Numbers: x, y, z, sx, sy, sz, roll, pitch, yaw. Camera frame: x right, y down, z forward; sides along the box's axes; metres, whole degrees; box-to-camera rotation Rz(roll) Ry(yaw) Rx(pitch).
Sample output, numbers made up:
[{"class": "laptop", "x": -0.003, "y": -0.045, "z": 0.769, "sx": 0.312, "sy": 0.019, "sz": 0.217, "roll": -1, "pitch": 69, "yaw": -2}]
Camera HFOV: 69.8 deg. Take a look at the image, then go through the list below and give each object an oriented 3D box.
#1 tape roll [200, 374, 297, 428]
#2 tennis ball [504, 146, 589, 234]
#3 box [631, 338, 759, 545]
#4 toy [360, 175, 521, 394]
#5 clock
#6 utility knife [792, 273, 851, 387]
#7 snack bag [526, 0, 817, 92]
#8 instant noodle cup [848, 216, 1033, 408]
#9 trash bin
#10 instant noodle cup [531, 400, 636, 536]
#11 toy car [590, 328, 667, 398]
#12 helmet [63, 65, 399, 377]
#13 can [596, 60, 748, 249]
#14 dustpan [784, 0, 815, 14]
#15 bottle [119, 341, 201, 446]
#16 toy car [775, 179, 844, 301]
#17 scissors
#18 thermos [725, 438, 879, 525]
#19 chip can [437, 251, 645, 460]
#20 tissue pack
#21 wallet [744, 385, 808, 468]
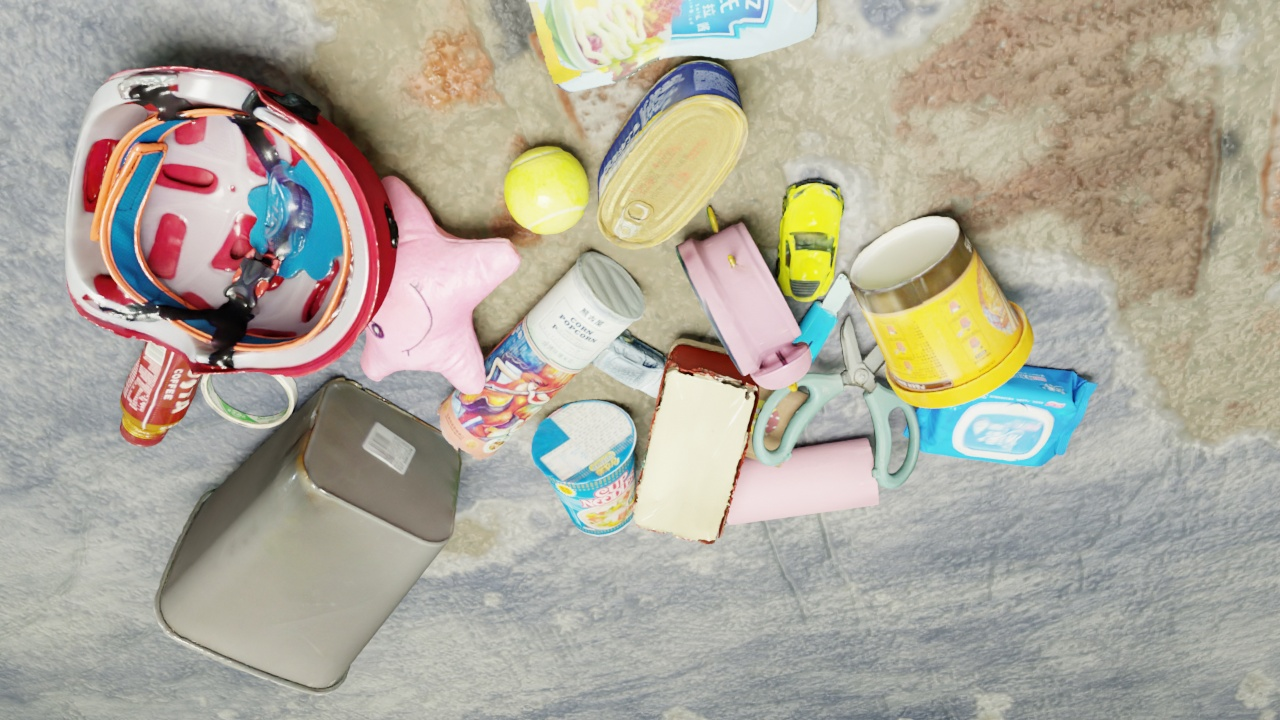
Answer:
[{"class": "tape roll", "x": -0.369, "y": 0.029, "z": 0.866, "sx": 0.086, "sy": 0.013, "sz": 0.086, "roll": 1, "pitch": 129, "yaw": 1}, {"class": "tennis ball", "x": -0.071, "y": -0.129, "z": 0.698, "sx": 0.065, "sy": 0.065, "sz": 0.066, "roll": 1, "pitch": 129, "yaw": 1}, {"class": "box", "x": 0.045, "y": 0.076, "z": 0.801, "sx": 0.091, "sy": 0.077, "sz": 0.169, "roll": 13, "pitch": 117, "yaw": 3}, {"class": "toy", "x": -0.197, "y": -0.052, "z": 0.757, "sx": 0.178, "sy": 0.074, "sz": 0.195, "roll": 26, "pitch": 125, "yaw": 2}, {"class": "clock", "x": 0.088, "y": -0.039, "z": 0.736, "sx": 0.060, "sy": 0.117, "sz": 0.158, "roll": -27, "pitch": 122, "yaw": 8}, {"class": "utility knife", "x": 0.142, "y": -0.006, "z": 0.820, "sx": 0.034, "sy": 0.018, "sz": 0.179, "roll": 18, "pitch": 127, "yaw": -11}, {"class": "snack bag", "x": 0.022, "y": -0.248, "z": 0.619, "sx": 0.191, "sy": 0.038, "sz": 0.110, "roll": -10, "pitch": 125, "yaw": 7}, {"class": "instant noodle cup", "x": 0.232, "y": -0.042, "z": 0.732, "sx": 0.119, "sy": 0.118, "sz": 0.114, "roll": -28, "pitch": 116, "yaw": 22}, {"class": "trash bin", "x": -0.297, "y": 0.156, "z": 0.866, "sx": 0.199, "sy": 0.198, "sz": 0.220, "roll": 34, "pitch": 115, "yaw": -25}, {"class": "instant noodle cup", "x": -0.044, "y": 0.109, "z": 0.877, "sx": 0.099, "sy": 0.099, "sz": 0.110, "roll": -7, "pitch": 136, "yaw": 7}, {"class": "toy car", "x": -0.005, "y": 0.005, "z": 0.825, "sx": 0.090, "sy": 0.034, "sz": 0.043, "roll": 30, "pitch": 120, "yaw": -22}, {"class": "helmet", "x": -0.272, "y": -0.098, "z": 0.665, "sx": 0.240, "sy": 0.143, "sz": 0.207, "roll": 22, "pitch": 109, "yaw": 4}, {"class": "can", "x": 0.020, "y": -0.148, "z": 0.676, "sx": 0.074, "sy": 0.049, "sz": 0.149, "roll": 19, "pitch": 134, "yaw": -25}, {"class": "dustpan", "x": 0.070, "y": -0.353, "z": 0.436, "sx": 0.222, "sy": 0.257, "sz": 0.143, "roll": 32, "pitch": 147, "yaw": -22}, {"class": "bottle", "x": -0.426, "y": 0.011, "z": 0.826, "sx": 0.057, "sy": 0.057, "sz": 0.175, "roll": 28, "pitch": 124, "yaw": -19}, {"class": "toy car", "x": 0.137, "y": -0.094, "z": 0.741, "sx": 0.048, "sy": 0.032, "sz": 0.105, "roll": 1, "pitch": 127, "yaw": 2}, {"class": "scissors", "x": 0.189, "y": 0.057, "z": 0.815, "sx": 0.170, "sy": 0.019, "sz": 0.179, "roll": -44, "pitch": 109, "yaw": -7}, {"class": "thermos", "x": 0.129, "y": 0.128, "z": 0.900, "sx": 0.199, "sy": 0.067, "sz": 0.087, "roll": -11, "pitch": 140, "yaw": 9}, {"class": "chip can", "x": -0.092, "y": 0.000, "z": 0.800, "sx": 0.071, "sy": 0.071, "sz": 0.215, "roll": 34, "pitch": 123, "yaw": -23}, {"class": "tissue pack", "x": 0.329, "y": 0.050, "z": 0.837, "sx": 0.157, "sy": 0.052, "sz": 0.095, "roll": 7, "pitch": 129, "yaw": -3}, {"class": "wallet", "x": 0.088, "y": 0.048, "z": 0.841, "sx": 0.115, "sy": 0.033, "sz": 0.090, "roll": 19, "pitch": 123, "yaw": 2}]
